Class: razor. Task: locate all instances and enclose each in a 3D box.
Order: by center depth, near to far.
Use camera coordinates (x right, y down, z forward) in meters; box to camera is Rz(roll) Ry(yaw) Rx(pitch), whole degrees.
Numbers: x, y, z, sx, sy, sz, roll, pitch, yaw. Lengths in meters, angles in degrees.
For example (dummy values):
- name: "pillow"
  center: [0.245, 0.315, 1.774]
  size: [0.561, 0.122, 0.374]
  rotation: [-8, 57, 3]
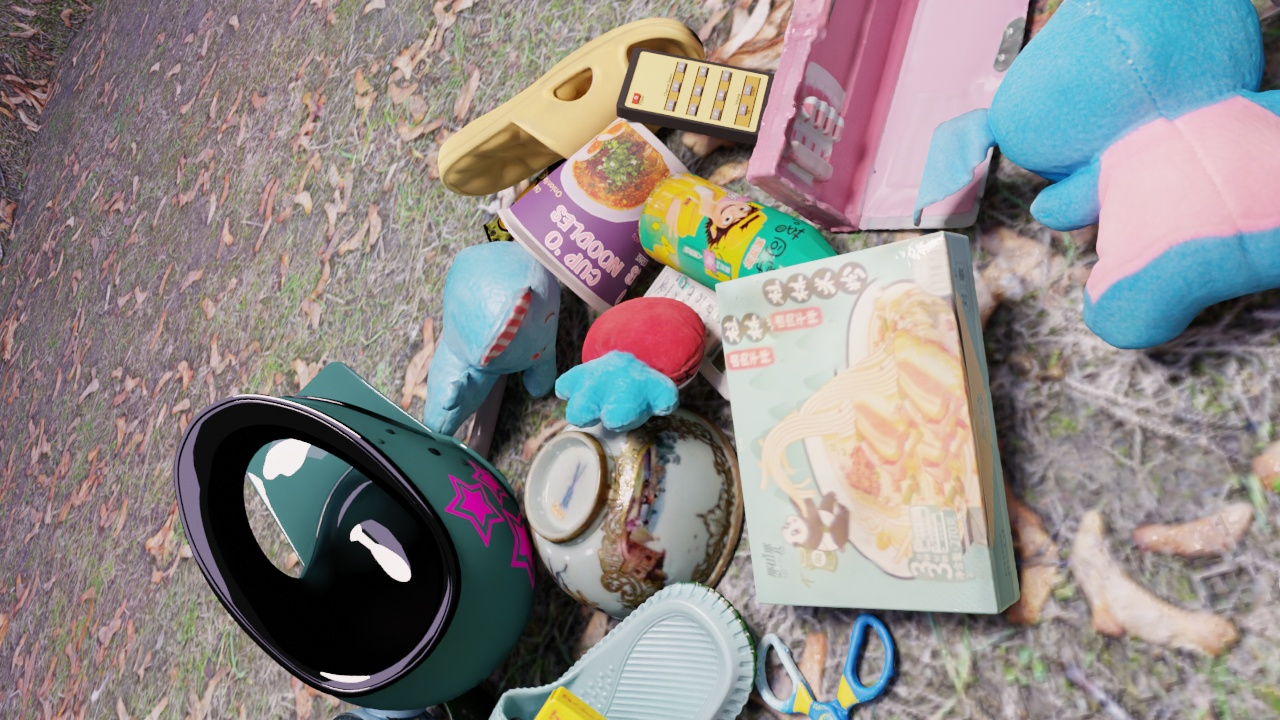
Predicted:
- name: "razor"
  center: [-0.095, -0.158, 0.854]
  size: [0.144, 0.021, 0.044]
  rotation: [-41, 49, 20]

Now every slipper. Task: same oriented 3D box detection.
- name: "slipper"
  center: [-0.036, 0.248, 0.576]
  size: [0.277, 0.069, 0.116]
  rotation: [-50, 65, 17]
- name: "slipper"
  center: [-0.058, -0.187, 0.768]
  size: [0.264, 0.099, 0.078]
  rotation: [-20, 74, 27]

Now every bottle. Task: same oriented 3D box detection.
- name: "bottle"
  center: [0.090, -0.062, 0.603]
  size: [0.210, 0.068, 0.068]
  rotation: [33, 96, 39]
- name: "bottle"
  center: [-0.128, 0.264, 0.696]
  size: [0.123, 0.033, 0.033]
  rotation: [20, 87, 45]

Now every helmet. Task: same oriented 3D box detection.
- name: "helmet"
  center: [-0.194, 0.116, 0.654]
  size: [0.275, 0.200, 0.176]
  rotation: [43, 89, 10]

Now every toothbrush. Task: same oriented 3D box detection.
- name: "toothbrush"
  center: [-0.130, 0.028, 0.807]
  size: [0.019, 0.018, 0.187]
  rotation: [2, 74, 43]

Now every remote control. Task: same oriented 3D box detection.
- name: "remote control"
  center: [0.049, -0.023, 0.658]
  size: [0.050, 0.022, 0.133]
  rotation: [-53, 46, 12]
- name: "remote control"
  center: [0.053, -0.190, 0.668]
  size: [0.133, 0.013, 0.058]
  rotation: [12, 68, 5]

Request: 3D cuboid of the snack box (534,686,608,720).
- name: "snack box"
  center: [-0.008, 0.262, 0.521]
  size: [0.152, 0.025, 0.075]
  rotation: [34, 93, 6]

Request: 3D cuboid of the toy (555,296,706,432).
- name: "toy"
  center: [-0.004, 0.004, 0.613]
  size: [0.092, 0.062, 0.132]
  rotation: [-7, 35, 31]

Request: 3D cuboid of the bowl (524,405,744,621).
- name: "bowl"
  center: [-0.022, 0.094, 0.623]
  size: [0.160, 0.093, 0.159]
  rotation: [-19, 60, 37]

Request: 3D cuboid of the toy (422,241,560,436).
- name: "toy"
  center: [-0.119, -0.008, 0.744]
  size: [0.181, 0.115, 0.183]
  rotation: [-64, 16, 11]

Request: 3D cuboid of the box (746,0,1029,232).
- name: "box"
  center: [0.165, -0.204, 0.576]
  size: [0.116, 0.106, 0.232]
  rotation: [5, 75, 53]

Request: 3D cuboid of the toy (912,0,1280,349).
- name: "toy"
  center: [0.245, -0.100, 0.454]
  size: [0.225, 0.099, 0.191]
  rotation: [-25, 62, 24]

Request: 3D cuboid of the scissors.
- name: "scissors"
  center: [0.101, 0.201, 0.520]
  size: [0.123, 0.016, 0.125]
  rotation: [6, 78, 49]

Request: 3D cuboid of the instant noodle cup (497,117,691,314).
- name: "instant noodle cup"
  center: [-0.026, -0.119, 0.704]
  size: [0.122, 0.136, 0.122]
  rotation: [-46, 74, 6]

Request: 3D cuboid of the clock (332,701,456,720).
- name: "clock"
  center: [-0.183, 0.305, 0.686]
  size: [0.118, 0.060, 0.162]
  rotation: [48, 120, 31]

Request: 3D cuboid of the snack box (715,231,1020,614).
- name: "snack box"
  center: [0.121, 0.039, 0.512]
  size: [0.142, 0.044, 0.193]
  rotation: [-10, 86, 40]
